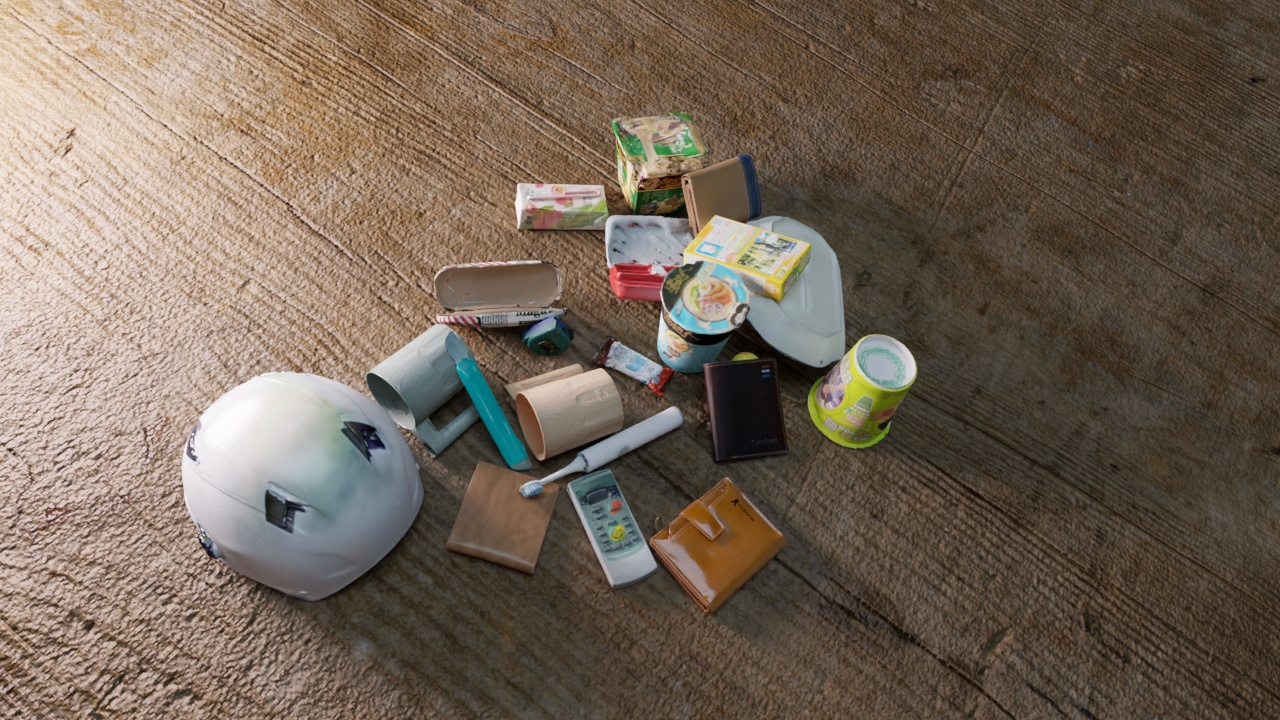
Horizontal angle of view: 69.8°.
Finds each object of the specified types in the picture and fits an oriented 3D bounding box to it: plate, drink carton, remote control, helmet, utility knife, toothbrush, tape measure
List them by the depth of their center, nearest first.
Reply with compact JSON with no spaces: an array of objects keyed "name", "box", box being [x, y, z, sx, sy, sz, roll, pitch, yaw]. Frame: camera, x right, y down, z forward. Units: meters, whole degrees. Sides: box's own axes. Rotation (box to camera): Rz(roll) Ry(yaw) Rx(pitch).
[{"name":"helmet","box":[-0.360,0.106,0.952,0.258,0.146,0.228,37,59,13]},{"name":"remote control","box":[-0.033,0.190,1.040,0.056,0.019,0.135,-18,63,-21]},{"name":"utility knife","box":[-0.177,0.049,1.056,0.029,0.013,0.185,-31,99,-25]},{"name":"toothbrush","box":[-0.044,0.108,1.080,0.220,0.027,0.026,-24,35,-26]},{"name":"tape measure","box":[-0.113,-0.027,1.138,0.058,0.054,0.025,-22,53,24]},{"name":"plate","box":[0.210,-0.104,1.217,0.162,0.034,0.265,25,44,-14]},{"name":"drink carton","box":[-0.108,-0.212,1.261,0.122,0.046,0.053,-1,58,-12]}]

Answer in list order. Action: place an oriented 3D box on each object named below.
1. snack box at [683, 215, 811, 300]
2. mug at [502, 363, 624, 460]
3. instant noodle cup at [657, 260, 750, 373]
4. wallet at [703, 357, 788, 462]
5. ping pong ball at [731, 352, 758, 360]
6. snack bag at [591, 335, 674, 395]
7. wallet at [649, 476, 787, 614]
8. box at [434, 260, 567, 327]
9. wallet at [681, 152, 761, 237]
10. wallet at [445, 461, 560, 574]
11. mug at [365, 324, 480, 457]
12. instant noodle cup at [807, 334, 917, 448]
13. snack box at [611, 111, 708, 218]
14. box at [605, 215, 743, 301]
[{"name":"snack box","box":[0.136,-0.133,1.169,0.140,0.034,0.086,20,50,25]},{"name":"mug","box":[-0.092,0.052,1.088,0.103,0.084,0.124,-18,37,-23]},{"name":"instant noodle cup","box":[0.070,-0.045,1.147,0.111,0.121,0.111,5,57,-7]},{"name":"wallet","box":[0.130,0.060,1.132,0.096,0.020,0.122,-5,82,-13]},{"name":"ping pong ball","box":[0.135,0.009,1.173,0.040,0.040,0.040,5,58,-8]},{"name":"snack bag","box":[-0.007,0.007,1.155,0.105,0.026,0.045,28,66,8]},{"name":"wallet","box":[0.084,0.205,1.050,0.130,0.035,0.119,-35,77,-28]},{"name":"box","box":[-0.173,-0.077,1.145,0.162,0.076,0.086,-3,29,-16]},{"name":"wallet","box":[0.111,-0.223,1.243,0.115,0.090,0.033,-25,23,-32]},{"name":"wallet","box":[-0.152,0.174,1.029,0.101,0.020,0.115,17,54,-2]},{"name":"mug","box":[-0.240,0.033,1.070,0.103,0.084,0.124,-43,101,-31]},{"name":"instant noodle cup","box":[0.281,0.033,1.138,0.111,0.124,0.111,5,58,-8]},{"name":"snack box","box":[0.020,-0.268,1.286,0.118,0.106,0.117,-10,59,-18]},{"name":"box","box":[0.055,-0.130,1.235,0.201,0.069,0.157,1,50,-12]}]
